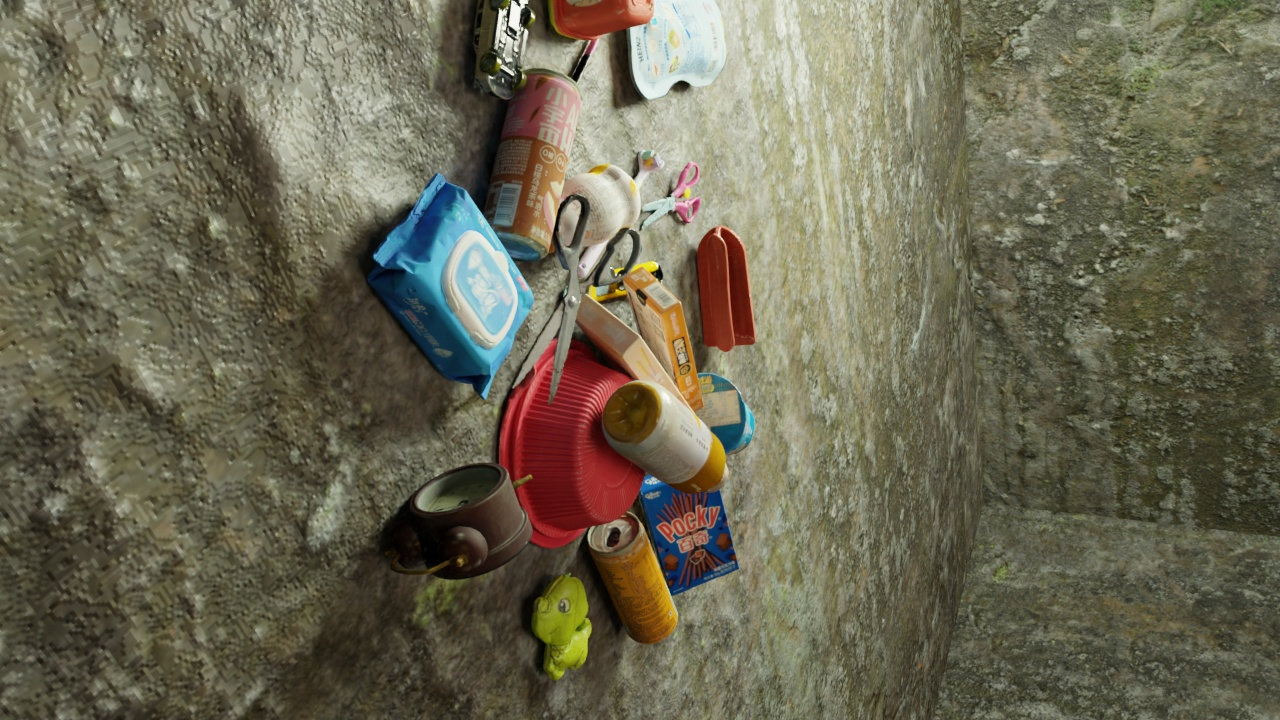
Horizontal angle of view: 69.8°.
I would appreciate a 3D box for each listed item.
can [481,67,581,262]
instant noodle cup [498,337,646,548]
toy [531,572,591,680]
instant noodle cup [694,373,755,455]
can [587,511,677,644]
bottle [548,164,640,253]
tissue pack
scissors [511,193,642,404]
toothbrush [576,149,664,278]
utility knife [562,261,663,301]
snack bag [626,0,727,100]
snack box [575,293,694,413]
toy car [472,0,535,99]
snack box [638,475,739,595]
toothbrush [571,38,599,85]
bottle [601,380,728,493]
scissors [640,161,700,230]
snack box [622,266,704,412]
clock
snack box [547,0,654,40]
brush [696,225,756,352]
[{"bbox_3d":[-0.088,-0.156,0.737,0.058,0.058,0.147,34,64,-58],"label":"can"},{"bbox_3d":[-0.047,0.076,0.831,0.193,0.066,0.194,-9,100,-60],"label":"instant noodle cup"},{"bbox_3d":[-0.071,0.240,0.840,0.096,0.031,0.100,1,96,-61],"label":"toy"},{"bbox_3d":[0.086,0.071,1.057,0.110,0.099,0.099,26,70,-69],"label":"instant noodle cup"},{"bbox_3d":[-0.007,0.221,0.927,0.058,0.058,0.146,-58,140,-42],"label":"can"},{"bbox_3d":[-0.050,-0.130,0.806,0.108,0.063,0.063,-35,124,-40],"label":"bottle"},{"bbox_3d":[-0.131,-0.050,0.675,0.157,0.052,0.094,62,42,-44],"label":"tissue pack"},{"bbox_3d":[-0.054,-0.055,0.766,0.170,0.014,0.159,-27,112,-34],"label":"scissors"},{"bbox_3d":[-0.022,-0.145,0.902,0.188,0.029,0.021,-62,-179,-36],"label":"toothbrush"},{"bbox_3d":[-0.023,-0.074,0.910,0.192,0.015,0.033,-23,110,-58],"label":"utility knife"},{"bbox_3d":[0.035,-0.339,0.969,0.190,0.039,0.110,-34,127,-54],"label":"snack bag"},{"bbox_3d":[-0.005,0.005,0.877,0.026,0.084,0.157,-46,142,-6],"label":"snack box"},{"bbox_3d":[-0.109,-0.249,0.712,0.042,0.035,0.090,11,84,-60],"label":"toy car"},{"bbox_3d":[0.053,0.184,1.014,0.026,0.084,0.157,-123,-165,-59],"label":"snack box"},{"bbox_3d":[-0.066,-0.239,0.818,0.018,0.014,0.188,44,53,-39],"label":"toothbrush"},{"bbox_3d":[0.031,0.078,0.834,0.189,0.068,0.068,42,56,-55],"label":"bottle"},{"bbox_3d":[0.034,-0.164,1.012,0.137,0.017,0.077,-48,142,-44],"label":"scissors"},{"bbox_3d":[0.024,-0.017,0.926,0.026,0.075,0.154,-30,137,-12],"label":"snack box"},{"bbox_3d":[-0.131,0.121,0.663,0.121,0.082,0.055,-44,125,-53],"label":"clock"},{"bbox_3d":[-0.034,-0.330,0.795,0.081,0.080,0.091,-22,112,-58],"label":"snack box"},{"bbox_3d":[0.099,-0.086,1.086,0.069,0.063,0.146,-50,135,-67],"label":"brush"}]
